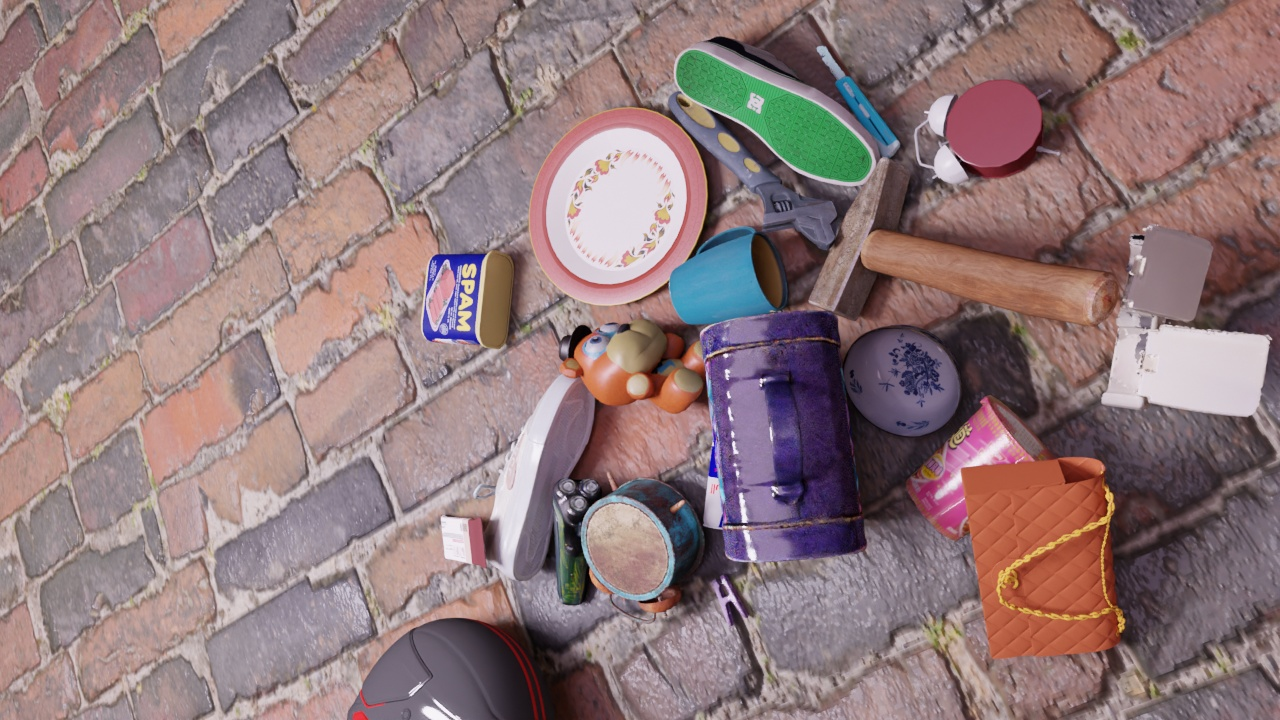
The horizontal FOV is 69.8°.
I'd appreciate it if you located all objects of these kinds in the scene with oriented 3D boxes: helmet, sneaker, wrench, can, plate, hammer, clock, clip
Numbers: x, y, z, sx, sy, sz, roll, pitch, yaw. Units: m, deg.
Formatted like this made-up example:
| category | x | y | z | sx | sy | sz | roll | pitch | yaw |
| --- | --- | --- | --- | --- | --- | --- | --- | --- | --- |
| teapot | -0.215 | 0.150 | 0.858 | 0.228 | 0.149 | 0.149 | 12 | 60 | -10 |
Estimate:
| category | x | y | z | sx | sy | sz | roll | pitch | yaw |
| --- | --- | --- | --- | --- | --- | --- | --- | --- | --- |
| helmet | -0.196 | 0.371 | 1.000 | 0.265 | 0.164 | 0.169 | 18 | 81 | 37 |
| sneaker | 0.152 | -0.267 | 0.950 | 0.235 | 0.078 | 0.084 | 35 | 141 | 12 |
| wrench | 0.111 | -0.206 | 0.966 | 0.073 | 0.022 | 0.273 | -30 | 59 | -13 |
| can | 0.086 | 0.128 | 0.957 | 0.032 | 0.032 | 0.095 | 6 | 87 | 27 |
| plate | -0.026 | -0.175 | 1.053 | 0.230 | 0.021 | 0.229 | -3 | 83 | 26 |
| hammer | 0.278 | -0.086 | 0.797 | 0.301 | 0.037 | 0.158 | 31 | 100 | 59 |
| clock | 0.325 | -0.216 | 0.869 | 0.125 | 0.044 | 0.087 | -8 | 81 | 26 |
| clock | 0.002 | 0.203 | 0.971 | 0.121 | 0.073 | 0.158 | 17 | 110 | 28 |
| sneaker | -0.129 | 0.121 | 1.036 | 0.091 | 0.089 | 0.242 | 21 | 95 | 32 |
| can | -0.212 | -0.074 | 1.116 | 0.092 | 0.056 | 0.116 | 3 | 86 | 28 |
| clip | 0.091 | 0.249 | 0.954 | 0.035 | 0.013 | 0.052 | -36 | 68 | 18 |

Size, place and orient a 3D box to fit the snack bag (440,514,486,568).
| category | x | y | z | sx | sy | sz | roll | pitch | yaw |
| --- | --- | --- | --- | --- | --- | --- | --- | --- | --- |
| snack bag | -0.205 | 0.207 | 1.059 | 0.158 | 0.013 | 0.057 | -17 | 78 | 61 |

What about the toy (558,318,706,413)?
| category | x | y | z | sx | sy | sz | roll | pitch | yaw |
| --- | --- | --- | --- | --- | --- | --- | --- | --- | --- |
| toy | -0.006 | 0.006 | 0.981 | 0.176 | 0.111 | 0.096 | 2 | 122 | 25 |

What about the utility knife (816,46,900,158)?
| category | x | y | z | sx | sy | sz | roll | pitch | yaw |
| --- | --- | --- | --- | --- | --- | --- | --- | --- | --- |
| utility knife | 0.220 | -0.268 | 0.945 | 0.022 | 0.015 | 0.151 | -37 | 67 | 19 |

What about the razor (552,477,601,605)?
| category | x | y | z | sx | sy | sz | roll | pitch | yaw |
| --- | --- | --- | --- | --- | --- | --- | --- | --- | --- |
| razor | -0.073 | 0.201 | 1.008 | 0.054 | 0.067 | 0.151 | 4 | 100 | -4 |

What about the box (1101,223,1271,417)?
| category | x | y | z | sx | sy | sz | roll | pitch | yaw |
| --- | --- | --- | --- | --- | --- | --- | --- | --- | --- |
| box | 0.424 | -0.026 | 0.709 | 0.107 | 0.192 | 0.143 | 9 | 95 | 32 |

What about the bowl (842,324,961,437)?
| category | x | y | z | sx | sy | sz | roll | pitch | yaw |
| --- | --- | --- | --- | --- | --- | --- | --- | --- | --- |
| bowl | 0.253 | 0.012 | 0.868 | 0.114 | 0.045 | 0.114 | 18 | 125 | 28 |

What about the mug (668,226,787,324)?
| category | x | y | z | sx | sy | sz | roll | pitch | yaw |
| --- | --- | --- | --- | --- | --- | --- | --- | --- | --- |
| mug | 0.090 | -0.091 | 0.962 | 0.104 | 0.084 | 0.112 | -16 | 49 | 30 |

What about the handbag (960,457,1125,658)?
| category | x | y | z | sx | sy | sz | roll | pitch | yaw |
| --- | --- | --- | --- | --- | --- | --- | --- | --- | --- |
| handbag | 0.338 | 0.170 | 0.765 | 0.109 | 0.060 | 0.172 | -9 | 113 | 18 |

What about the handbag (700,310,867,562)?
| category | x | y | z | sx | sy | sz | roll | pitch | yaw |
| --- | --- | --- | --- | --- | --- | --- | --- | --- | --- |
| handbag | 0.127 | 0.071 | 0.827 | 0.125 | 0.222 | 0.204 | -7 | 81 | 6 |

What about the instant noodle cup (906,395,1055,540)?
| category | x | y | z | sx | sy | sz | roll | pitch | yaw |
| --- | --- | --- | --- | --- | --- | --- | --- | --- | --- |
| instant noodle cup | 0.303 | 0.103 | 0.823 | 0.109 | 0.097 | 0.097 | -46 | 67 | 23 |
